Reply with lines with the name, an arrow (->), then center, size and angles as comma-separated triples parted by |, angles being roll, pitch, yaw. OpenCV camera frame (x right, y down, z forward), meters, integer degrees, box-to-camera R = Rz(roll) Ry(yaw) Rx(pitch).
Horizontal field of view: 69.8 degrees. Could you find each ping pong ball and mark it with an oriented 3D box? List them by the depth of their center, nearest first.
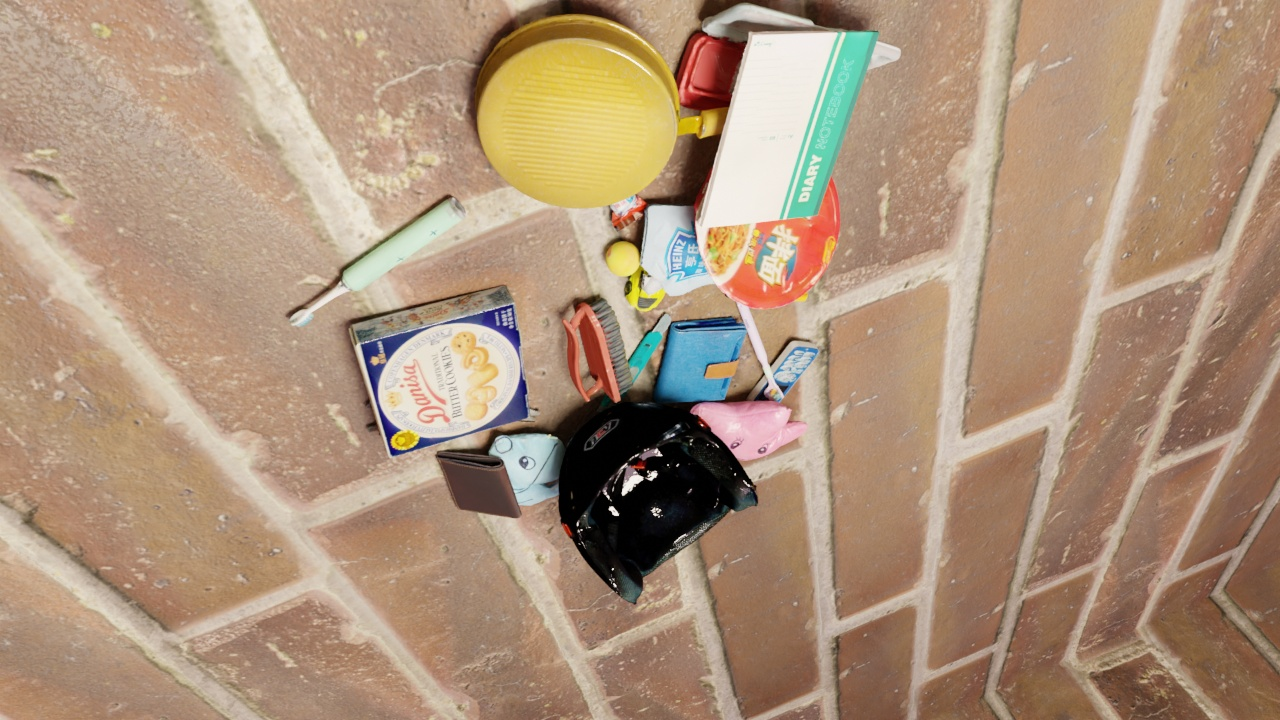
ping pong ball -> -0.020, -0.117, 1.057 | 0.040, 0.040, 0.040 | -14, 136, -14

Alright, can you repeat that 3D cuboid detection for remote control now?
remote control -> 0.203, 0.019, 1.311 | 0.049, 0.024, 0.125 | 8, 132, -31

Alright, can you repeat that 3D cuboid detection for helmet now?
helmet -> 0.001, 0.164, 1.206 | 0.233, 0.230, 0.275 | -39, 139, -7

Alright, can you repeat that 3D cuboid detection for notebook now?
notebook -> 0.146, -0.228, 0.919 | 0.150, 0.012, 0.210 | -10, 136, -24

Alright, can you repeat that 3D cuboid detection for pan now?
pan -> 0.017, -0.237, 0.905 | 0.357, 0.078, 0.198 | 6, 139, -8

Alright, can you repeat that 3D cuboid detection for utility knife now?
utility knife -> -0.007, 0.007, 1.206 | 0.029, 0.013, 0.180 | 10, 127, -35

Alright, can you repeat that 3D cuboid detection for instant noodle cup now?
instant noodle cup -> 0.131, -0.157, 1.034 | 0.193, 0.066, 0.194 | -7, 104, -28

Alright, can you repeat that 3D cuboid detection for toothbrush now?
toothbrush -> -0.278, -0.099, 0.960 | 0.224, 0.026, 0.027 | -33, 159, 7
toothbrush -> 0.159, -0.014, 1.245 | 0.029, 0.021, 0.189 | 1, 136, 30

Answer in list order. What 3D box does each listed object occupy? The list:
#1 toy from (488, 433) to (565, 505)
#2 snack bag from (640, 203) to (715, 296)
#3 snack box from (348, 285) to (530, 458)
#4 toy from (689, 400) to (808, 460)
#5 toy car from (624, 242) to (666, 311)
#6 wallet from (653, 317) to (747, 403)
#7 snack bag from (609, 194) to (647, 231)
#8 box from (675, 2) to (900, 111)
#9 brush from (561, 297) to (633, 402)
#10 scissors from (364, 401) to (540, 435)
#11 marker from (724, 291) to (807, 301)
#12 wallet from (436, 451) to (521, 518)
toy -> -0.151, 0.146, 1.247 | 0.161, 0.049, 0.157 | 26, 124, -40
snack bag -> 0.084, -0.131, 1.078 | 0.190, 0.039, 0.110 | -7, 127, -28
snack box -> -0.227, 0.015, 1.070 | 0.182, 0.045, 0.178 | -17, 133, -16
toy -> 0.144, 0.094, 1.305 | 0.194, 0.074, 0.179 | 14, 149, -31
toy car -> 0.016, -0.104, 1.095 | 0.048, 0.032, 0.105 | 1, 130, -26
wallet -> 0.079, 0.003, 1.228 | 0.106, 0.040, 0.133 | -3, 134, -18
snack bag -> -0.028, -0.189, 0.994 | 0.048, 0.026, 0.104 | -34, 138, -5
box -> 0.146, -0.302, 0.936 | 0.201, 0.073, 0.155 | 3, 152, -28
brush -> -0.057, -0.012, 1.126 | 0.069, 0.063, 0.146 | -29, 138, -17
scissors -> -0.235, 0.074, 1.162 | 0.192, 0.015, 0.207 | -34, 137, 7
marker -> 0.164, -0.086, 1.193 | 0.123, 0.018, 0.015 | -1, 132, -24
wallet -> -0.216, 0.169, 1.231 | 0.096, 0.020, 0.122 | 7, 138, 13
